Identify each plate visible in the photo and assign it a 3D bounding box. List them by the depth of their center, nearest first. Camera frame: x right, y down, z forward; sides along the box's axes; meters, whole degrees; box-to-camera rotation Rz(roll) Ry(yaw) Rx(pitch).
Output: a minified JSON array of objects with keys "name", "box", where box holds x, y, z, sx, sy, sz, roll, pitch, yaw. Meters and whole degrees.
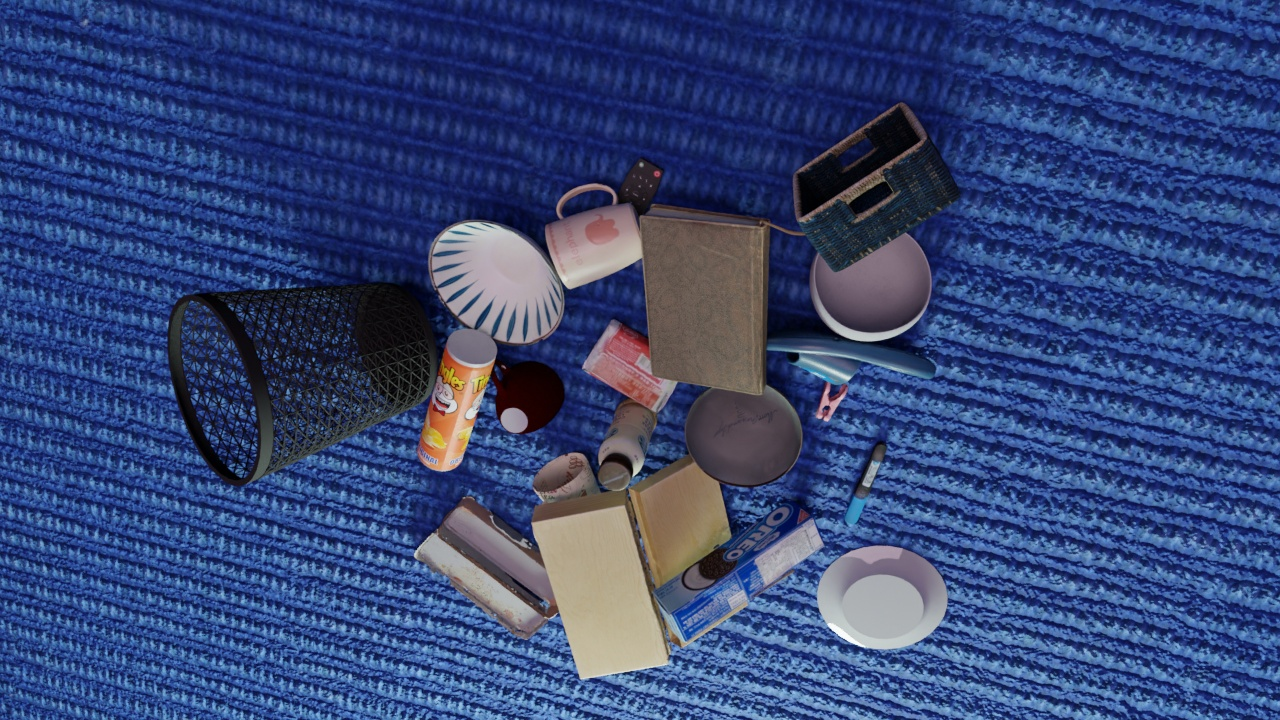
[{"name":"plate","box":[0.330,0.331,1.252,0.173,0.019,0.173,4,114,9]}]

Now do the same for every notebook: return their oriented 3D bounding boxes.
[{"name":"notebook","box":[0.092,-0.065,1.036,0.190,0.034,0.216,11,122,25]}]

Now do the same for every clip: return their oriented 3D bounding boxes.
[{"name":"clip","box":[0.232,0.049,1.146,0.035,0.022,0.058,18,117,-2]}]

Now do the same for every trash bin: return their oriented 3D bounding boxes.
[{"name":"trash bin","box":[-0.391,0.007,1.094,0.217,0.242,0.217,15,113,39]}]

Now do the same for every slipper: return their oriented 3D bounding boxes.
[{"name":"slipper","box":[0.239,0.001,1.077,0.214,0.104,0.059,11,92,1]}]

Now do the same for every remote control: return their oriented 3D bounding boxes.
[{"name":"remote control","box":[-0.015,-0.181,1.097,0.039,0.010,0.125,29,115,-3]}]

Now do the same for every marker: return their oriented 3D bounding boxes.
[{"name":"marker","box":[0.291,0.159,1.187,0.018,0.015,0.123,17,113,-1]}]

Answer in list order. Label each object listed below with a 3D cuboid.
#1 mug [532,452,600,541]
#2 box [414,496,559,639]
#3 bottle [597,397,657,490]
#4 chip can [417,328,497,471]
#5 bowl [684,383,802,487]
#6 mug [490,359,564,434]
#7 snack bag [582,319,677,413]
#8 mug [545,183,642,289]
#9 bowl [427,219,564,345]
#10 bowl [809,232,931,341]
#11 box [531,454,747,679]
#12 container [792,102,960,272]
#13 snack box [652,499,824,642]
[{"name":"mug","box":[-0.099,0.199,1.227,0.081,0.121,0.097,-2,124,43]},{"name":"box","box":[-0.212,0.309,1.336,0.216,0.042,0.149,38,110,-7]},{"name":"bottle","box":[-0.018,0.104,1.138,0.056,0.161,0.057,4,113,9]},{"name":"chip can","box":[-0.239,0.055,1.185,0.062,0.062,0.211,25,131,-1]},{"name":"bowl","box":[0.131,0.082,1.159,0.151,0.056,0.151,4,114,9]},{"name":"mug","box":[-0.159,0.047,1.181,0.087,0.088,0.114,-34,103,22]},{"name":"snack bag","box":[-0.007,0.007,1.164,0.116,0.036,0.077,30,116,-4]},{"name":"mug","box":[-0.053,-0.152,1.073,0.104,0.085,0.111,-18,80,8]},{"name":"bowl","box":[-0.162,-0.108,1.113,0.177,0.070,0.178,13,132,14]},{"name":"bowl","box":[0.258,-0.084,1.043,0.132,0.064,0.131,-1,77,4]},{"name":"box","box":[0.007,0.272,1.207,0.260,0.097,0.247,-21,112,-16]},{"name":"container","box":[0.239,-0.182,0.952,0.145,0.187,0.071,-32,108,21]},{"name":"snack box","box":[0.127,0.268,1.179,0.226,0.059,0.059,-31,116,-12]}]
